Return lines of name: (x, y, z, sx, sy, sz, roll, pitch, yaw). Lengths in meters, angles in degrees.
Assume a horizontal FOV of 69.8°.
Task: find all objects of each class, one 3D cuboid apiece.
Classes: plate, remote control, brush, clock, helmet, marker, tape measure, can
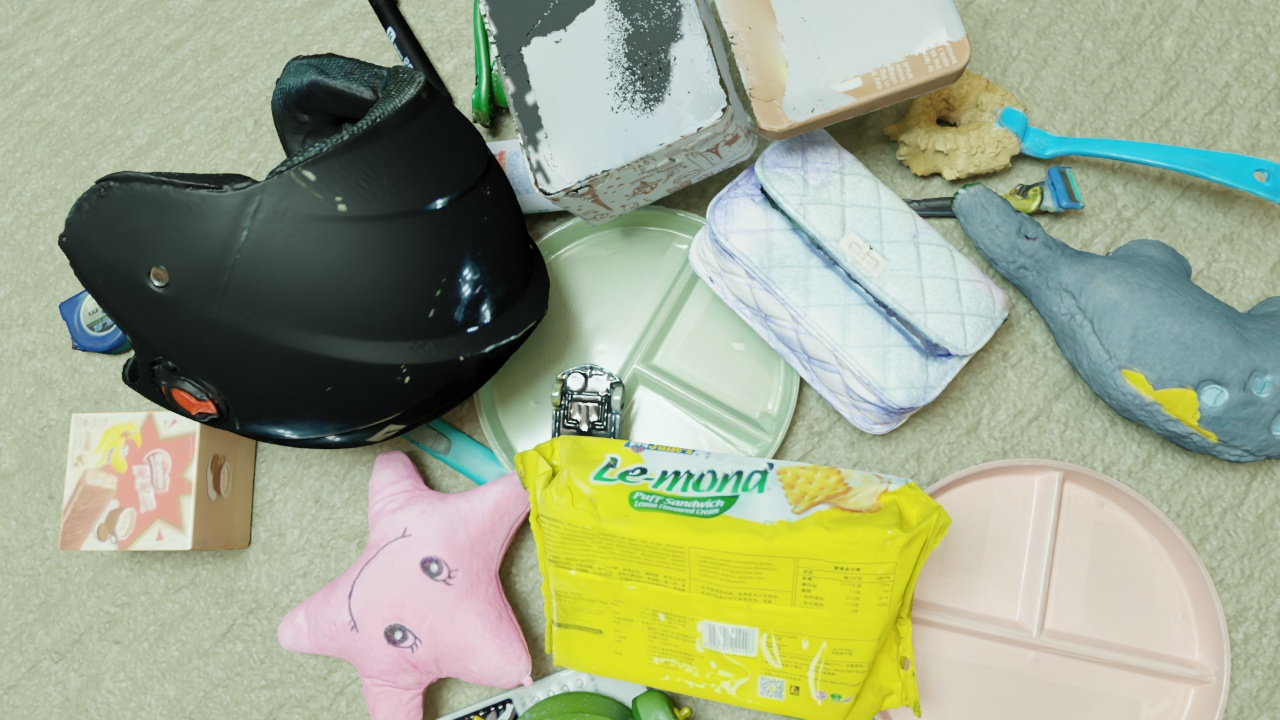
plate: (-0.004, 0.004, 0.645, 0.230, 0.027, 0.230, -1, 79, 5)
remote control: (-0.065, 0.243, 0.614, 0.150, 0.021, 0.058, -22, 79, 1)
brush: (0.293, -0.144, 0.614, 0.255, 0.046, 0.083, 17, 72, 20)
clock: (-0.023, 0.265, 0.573, 0.161, 0.056, 0.116, -2, 100, -2)
helmet: (-0.195, -0.053, 0.575, 0.230, 0.232, 0.276, 43, 124, -15)
marker: (-0.183, -0.249, 0.711, 0.022, 0.020, 0.132, -27, 77, -16)
tape measure: (-0.403, -0.031, 0.693, 0.058, 0.025, 0.054, -26, 81, 5)
plate: (0.252, 0.178, 0.590, 0.229, 0.028, 0.229, -1, 80, 5)
can: (-0.060, -0.133, 0.652, 0.135, 0.053, 0.053, -3, 80, 15)

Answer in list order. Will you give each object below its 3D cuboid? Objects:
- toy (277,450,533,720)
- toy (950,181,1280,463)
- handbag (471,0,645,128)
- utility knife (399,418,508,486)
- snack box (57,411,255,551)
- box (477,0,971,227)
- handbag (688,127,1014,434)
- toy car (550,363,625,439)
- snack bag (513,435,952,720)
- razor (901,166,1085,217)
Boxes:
toy: (-0.134, 0.152, 0.607, 0.178, 0.074, 0.194, 30, 85, 18)
toy: (0.356, -0.010, 0.581, 0.356, 0.091, 0.137, 23, 72, 7)
handbag: (-0.058, -0.225, 0.669, 0.131, 0.068, 0.120, 5, 81, 7)
utility knife: (-0.158, 0.051, 0.659, 0.193, 0.013, 0.029, 29, 83, 10)
snack box: (-0.332, 0.085, 0.639, 0.094, 0.077, 0.092, -1, 80, 5)
box: (0.045, -0.212, 0.554, 0.262, 0.088, 0.178, -20, 79, 17)
handbag: (0.138, -0.056, 0.603, 0.194, 0.076, 0.134, 44, 64, 6)
toy car: (-0.036, 0.054, 0.608, 0.049, 0.031, 0.105, 4, 92, 5)
snack bag: (0.047, 0.135, 0.546, 0.247, 0.068, 0.158, 6, 118, 15)
razor: (0.231, -0.109, 0.644, 0.143, 0.022, 0.042, -4, 46, 9)
